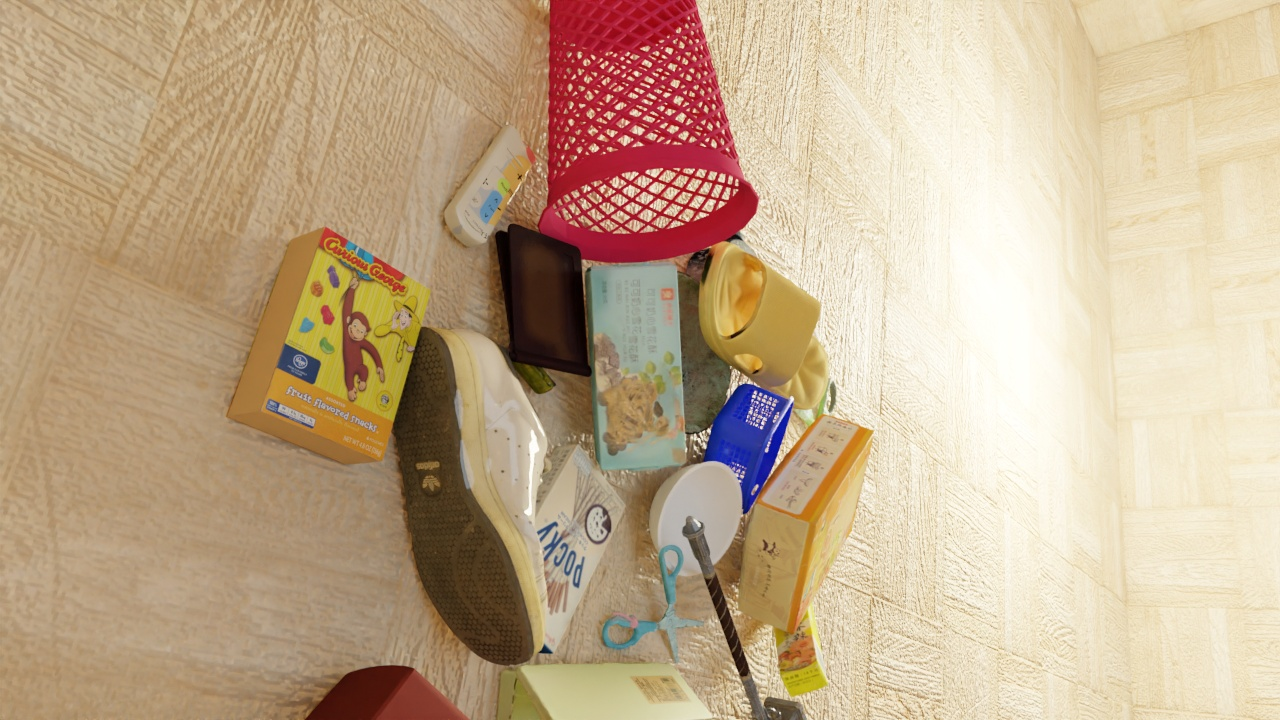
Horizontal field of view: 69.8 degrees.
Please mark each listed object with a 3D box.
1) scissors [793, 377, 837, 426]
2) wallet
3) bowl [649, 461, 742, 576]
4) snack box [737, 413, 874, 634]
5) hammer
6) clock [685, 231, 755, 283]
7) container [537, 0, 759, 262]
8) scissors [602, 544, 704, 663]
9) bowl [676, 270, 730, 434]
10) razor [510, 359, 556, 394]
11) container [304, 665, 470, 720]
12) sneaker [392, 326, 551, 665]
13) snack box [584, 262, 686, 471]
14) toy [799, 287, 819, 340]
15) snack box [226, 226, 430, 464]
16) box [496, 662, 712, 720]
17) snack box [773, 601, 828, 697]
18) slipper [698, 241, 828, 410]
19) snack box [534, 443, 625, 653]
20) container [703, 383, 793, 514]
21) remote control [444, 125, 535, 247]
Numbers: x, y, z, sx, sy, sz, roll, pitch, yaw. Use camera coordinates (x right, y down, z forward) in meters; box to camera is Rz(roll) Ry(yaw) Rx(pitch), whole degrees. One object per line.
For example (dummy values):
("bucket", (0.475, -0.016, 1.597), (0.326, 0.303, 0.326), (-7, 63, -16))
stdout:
("scissors", (0.213, 0.087, 1.130), (0.168, 0.023, 0.171), (52, 44, -40))
("wallet", (-0.078, -0.048, 0.750), (0.091, 0.018, 0.115), (14, 62, -50))
("bowl", (0.043, 0.143, 0.865), (0.109, 0.041, 0.110), (-12, 109, -40))
("snack box", (0.170, 0.165, 0.970), (0.194, 0.081, 0.145), (-40, 141, -51))
("hammer", (0.094, 0.282, 0.883), (0.098, 0.044, 0.322), (-45, 123, -46))
("clock", (0.096, -0.090, 0.980), (0.090, 0.052, 0.129), (61, 43, -24))
("container", (-0.006, -0.224, 0.794), (0.183, 0.184, 0.225), (13, 65, -50))
("scissors", (0.021, 0.220, 0.833), (0.136, 0.015, 0.125), (19, 90, -50))
("bowl", (0.029, -0.006, 0.888), (0.157, 0.039, 0.157), (14, 72, -50))
("razor", (-0.076, -0.024, 0.773), (0.042, 0.026, 0.105), (51, 43, -30))
("container", (-0.129, 0.298, 0.552), (0.201, 0.127, 0.147), (55, 44, -15))
("sneaker", (-0.106, 0.091, 0.664), (0.102, 0.089, 0.241), (-10, 85, -58))
("snack box", (-0.005, 0.005, 0.787), (0.075, 0.053, 0.174), (-3, 95, -9))
("toy", (0.174, -0.034, 1.066), (0.087, 0.067, 0.112), (-12, 101, -52))
("snack box", (-0.198, -0.007, 0.596), (0.088, 0.040, 0.125), (34, 57, -43))
("box", (-0.033, 0.279, 0.743), (0.187, 0.089, 0.077), (18, 49, -47))
("snack box", (0.161, 0.282, 0.944), (0.147, 0.040, 0.029), (-78, 145, -70))
("slipper", (0.143, -0.022, 0.931), (0.263, 0.078, 0.099), (40, 68, -48))
("snack box", (-0.069, 0.149, 0.742), (0.082, 0.026, 0.149), (55, 44, -29))
("container", (0.103, 0.085, 0.916), (0.095, 0.058, 0.114), (-50, 157, -44))
("remote control", (-0.120, -0.142, 0.743), (0.038, 0.018, 0.125), (52, 45, -32))
